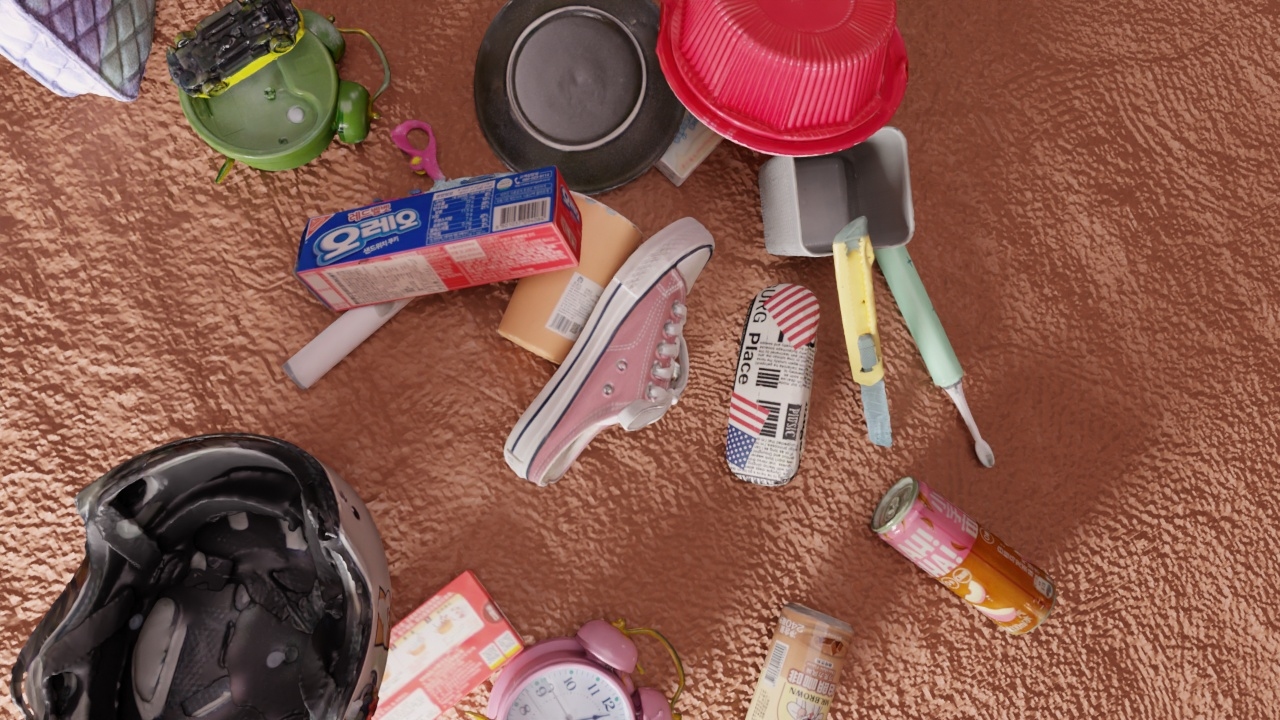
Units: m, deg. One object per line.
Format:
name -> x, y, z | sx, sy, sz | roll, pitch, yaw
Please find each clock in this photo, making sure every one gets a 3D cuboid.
clock -> -0.277, -0.212, 0.721 | 0.161, 0.056, 0.116 | -25, 87, -9
clock -> -0.040, 0.263, 0.693 | 0.158, 0.060, 0.117 | -29, 88, -12

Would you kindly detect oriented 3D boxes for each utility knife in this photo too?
utility knife -> 0.177, -0.014, 0.719 | 0.031, 0.022, 0.221 | -11, 129, 10

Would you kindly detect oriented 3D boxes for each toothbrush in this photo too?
toothbrush -> -0.189, -0.059, 0.729 | 0.220, 0.026, 0.027 | -42, 129, -10
toothbrush -> 0.251, -0.012, 0.781 | 0.027, 0.027, 0.224 | -26, 86, 26

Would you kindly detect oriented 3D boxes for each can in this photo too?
can -> 0.122, 0.253, 0.716 | 0.058, 0.058, 0.116 | 21, 81, -5
can -> 0.262, 0.158, 0.746 | 0.147, 0.058, 0.058 | 36, 80, -2

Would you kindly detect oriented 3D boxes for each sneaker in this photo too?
sneaker -> -0.004, 0.004, 0.707 | 0.088, 0.118, 0.241 | 34, 86, 15

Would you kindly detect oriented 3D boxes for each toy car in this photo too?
toy car -> -0.297, -0.232, 0.676 | 0.105, 0.032, 0.048 | -32, 88, 1

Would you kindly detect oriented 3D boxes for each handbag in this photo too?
handbag -> -0.416, -0.274, 0.640 | 0.075, 0.194, 0.134 | 5, 82, -5

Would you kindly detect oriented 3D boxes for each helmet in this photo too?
helmet -> -0.267, 0.191, 0.618 | 0.230, 0.157, 0.273 | 0, 76, 10

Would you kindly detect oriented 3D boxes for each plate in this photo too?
plate -> -0.051, -0.225, 0.743 | 0.179, 0.024, 0.179 | 0, 95, 5

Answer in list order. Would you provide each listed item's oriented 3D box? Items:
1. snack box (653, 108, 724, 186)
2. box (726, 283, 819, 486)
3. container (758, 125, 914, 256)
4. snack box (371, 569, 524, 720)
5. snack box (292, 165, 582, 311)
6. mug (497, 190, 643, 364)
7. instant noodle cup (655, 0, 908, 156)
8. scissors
snack box -> 0.004, -0.231, 0.775 | 0.157, 0.027, 0.084 | 43, 79, -1
box -> 0.106, 0.018, 0.730 | 0.075, 0.083, 0.163 | 11, 84, 0
container -> 0.149, -0.129, 0.732 | 0.090, 0.114, 0.090 | -7, 95, -8
snack box -> -0.170, 0.235, 0.696 | 0.152, 0.025, 0.075 | -37, 88, -10
snack box -> -0.150, -0.088, 0.679 | 0.208, 0.058, 0.057 | -9, 58, 14
mug -> -0.059, -0.063, 0.725 | 0.078, 0.078, 0.122 | 26, 85, -4
instant noodle cup -> 0.109, -0.244, 0.661 | 0.194, 0.066, 0.193 | 2, 68, -5
scissors -> -0.167, -0.134, 0.735 | 0.130, 0.017, 0.133 | -41, 75, -5
